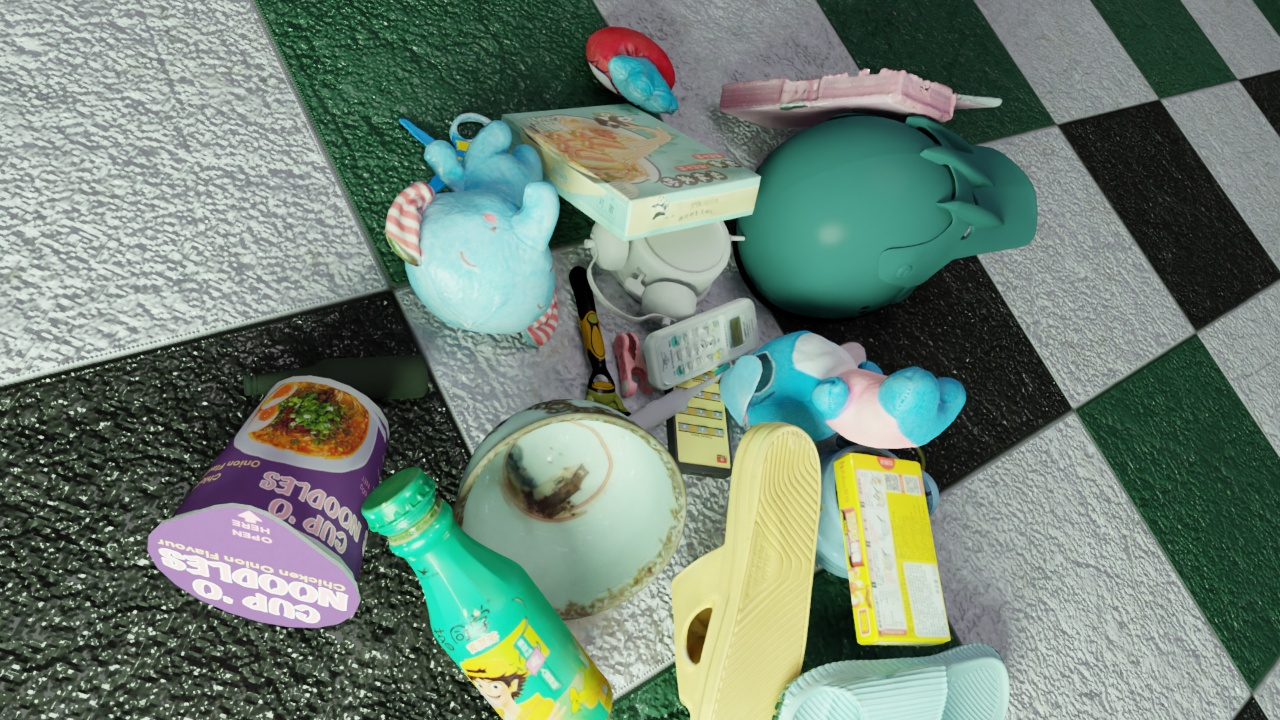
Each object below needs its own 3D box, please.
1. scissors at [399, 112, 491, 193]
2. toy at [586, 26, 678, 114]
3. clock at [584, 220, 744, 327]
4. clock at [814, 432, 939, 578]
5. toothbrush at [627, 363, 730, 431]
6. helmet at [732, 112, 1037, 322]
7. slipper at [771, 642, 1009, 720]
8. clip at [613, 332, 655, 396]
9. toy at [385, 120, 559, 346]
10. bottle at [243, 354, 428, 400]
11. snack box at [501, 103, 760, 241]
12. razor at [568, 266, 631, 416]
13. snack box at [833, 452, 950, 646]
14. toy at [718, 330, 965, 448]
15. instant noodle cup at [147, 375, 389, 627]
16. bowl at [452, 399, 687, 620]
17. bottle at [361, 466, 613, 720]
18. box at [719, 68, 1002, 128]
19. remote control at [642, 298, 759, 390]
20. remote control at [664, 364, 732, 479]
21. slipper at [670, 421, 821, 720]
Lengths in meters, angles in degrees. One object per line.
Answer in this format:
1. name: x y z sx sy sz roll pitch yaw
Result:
1. scissors: -0.156 -0.170 0.795 0.125 0.013 0.126 38 48 -9
2. toy: -0.005 -0.281 0.898 0.092 0.062 0.132 11 38 -27
3. clock: 0.015 -0.091 0.826 0.120 0.061 0.158 46 56 2
4. clock: 0.202 0.120 0.819 0.118 0.060 0.161 43 55 -3
5. toothbrush: 0.008 0.046 0.758 0.187 0.018 0.019 -28 82 -30
6. helmet: 0.233 -0.141 0.886 0.274 0.201 0.176 0 66 -30
7. slipper: 0.215 0.285 0.717 0.275 0.070 0.116 0 95 -34
8. clip: -0.011 0.007 0.782 0.045 0.023 0.059 -35 91 -39
9. toy: -0.108 -0.105 0.718 0.183 0.115 0.180 36 60 -41
10. bottle: -0.214 0.014 0.650 0.122 0.033 0.033 -3 67 -31
11. snack box: -0.013 -0.170 0.801 0.141 0.044 0.193 -17 41 -35
12. razor: -0.042 -0.017 0.777 0.044 0.021 0.144 2 62 -30
13. snack box: 0.204 0.153 0.750 0.075 0.025 0.152 9 63 -24
14. toy: 0.177 0.026 0.789 0.223 0.192 0.099 -5 100 -53
15. instant noodle cup: -0.213 0.076 0.565 0.122 0.137 0.121 16 47 -6
16. bowl: -0.056 0.091 0.649 0.159 0.160 0.094 19 17 -21
17. bottle: -0.096 0.158 0.576 0.067 0.068 0.210 -49 116 -38
18. box: 0.219 -0.258 0.938 0.178 0.233 0.040 -1 100 -39
19. remote control: 0.054 -0.016 0.803 0.133 0.022 0.050 -23 109 -39
20. remote control: 0.049 0.037 0.804 0.058 0.013 0.133 10 61 -26
21. slipper: 0.076 0.176 0.700 0.099 0.079 0.263 21 75 -38
